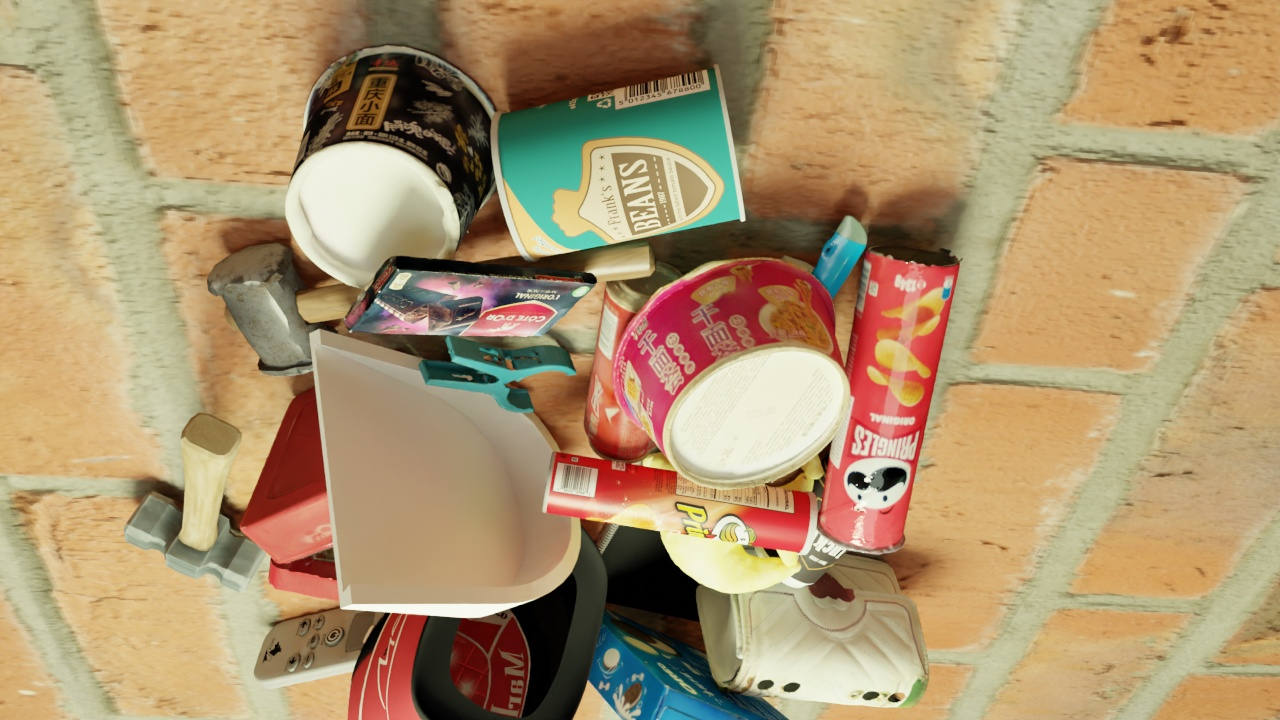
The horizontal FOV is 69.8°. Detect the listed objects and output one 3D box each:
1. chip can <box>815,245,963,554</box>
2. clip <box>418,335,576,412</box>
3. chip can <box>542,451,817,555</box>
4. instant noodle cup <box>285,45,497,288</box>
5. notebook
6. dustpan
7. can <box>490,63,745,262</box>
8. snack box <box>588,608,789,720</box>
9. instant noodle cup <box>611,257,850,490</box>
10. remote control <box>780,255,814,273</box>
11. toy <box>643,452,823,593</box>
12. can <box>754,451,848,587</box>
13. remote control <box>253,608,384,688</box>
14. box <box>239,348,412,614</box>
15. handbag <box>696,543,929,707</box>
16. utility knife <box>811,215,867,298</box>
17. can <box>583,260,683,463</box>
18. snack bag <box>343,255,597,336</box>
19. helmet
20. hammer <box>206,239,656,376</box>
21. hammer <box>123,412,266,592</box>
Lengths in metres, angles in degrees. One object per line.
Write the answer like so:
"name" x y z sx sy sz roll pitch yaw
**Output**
"chip can" 0.187 0.029 0.703 0.073 0.073 0.233 4 110 -4
"clip" -0.095 0.000 0.719 0.121 0.031 0.130 -26 151 12
"chip can" 0.031 0.115 0.741 0.214 0.051 0.052 10 129 -3
"instant noodle cup" -0.162 -0.116 0.593 0.137 0.112 0.137 0 130 0
"notebook" 0.035 0.183 0.906 0.149 0.016 0.207 16 127 -15
"dustpan" -0.131 0.093 0.700 0.053 0.191 0.257 -22 156 16
"can" -0.012 -0.126 0.595 0.144 0.099 0.099 -10 129 7
"snack box" 0.041 0.323 0.895 0.195 0.239 0.056 30 84 -23
"instant noodle cup" 0.074 0.020 0.665 0.178 0.077 0.179 -10 133 -11
"remote control" 0.095 -0.020 0.733 0.049 0.024 0.144 26 124 -21
"toy" 0.074 0.117 0.799 0.155 0.064 0.170 14 100 9
"can" 0.166 0.139 0.825 0.072 0.071 0.129 28 115 -22
"remote control" -0.329 0.293 0.951 0.151 0.074 0.019 -15 129 11
"box" -0.228 0.087 0.731 0.147 0.157 0.156 10 130 -10
"handbag" 0.164 0.256 0.880 0.198 0.141 0.096 11 127 -19
"utility knife" 0.110 -0.016 0.711 0.031 0.015 0.225 20 121 -16
"can" -0.004 0.004 0.724 0.067 0.067 0.170 6 129 -6
"snack bag" -0.107 -0.040 0.599 0.155 0.018 0.075 -1 152 -42
"helmet" -0.158 0.287 0.858 0.197 0.270 0.225 31 144 -14
"hammer" -0.151 -0.054 0.670 0.329 0.052 0.098 -8 129 10
"hammer" -0.355 0.115 0.744 0.117 0.051 0.324 29 146 -12
